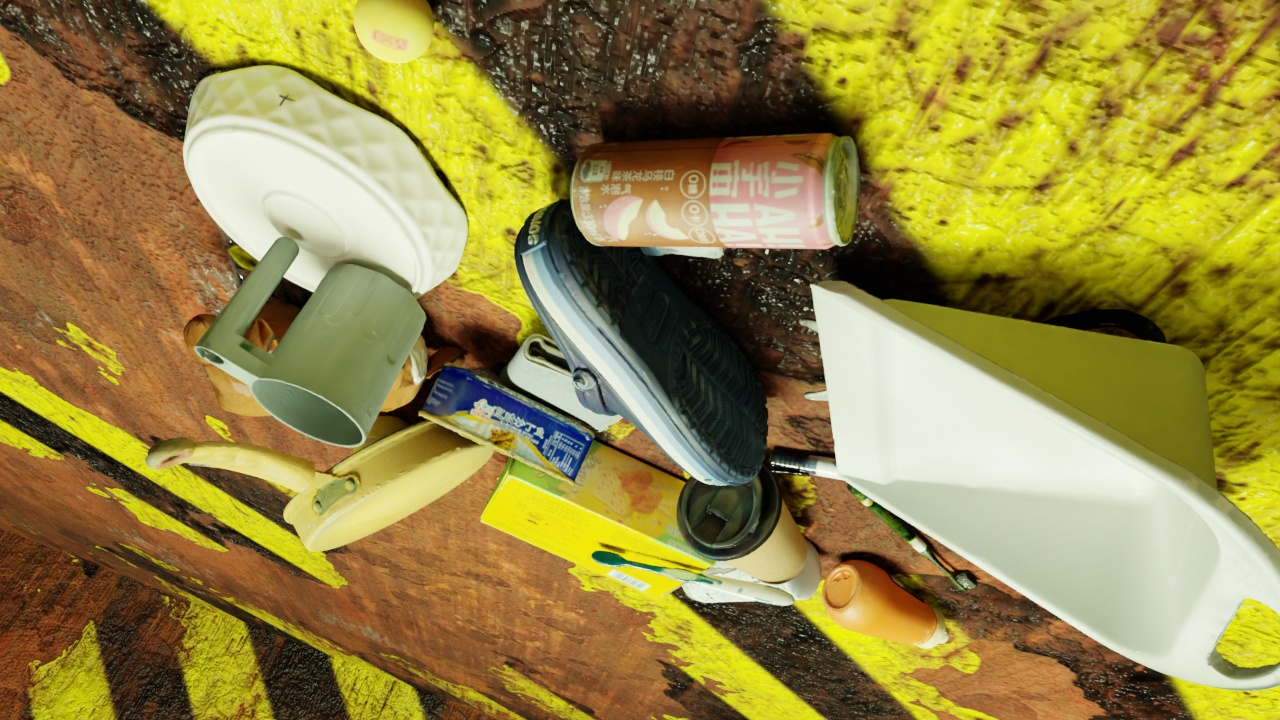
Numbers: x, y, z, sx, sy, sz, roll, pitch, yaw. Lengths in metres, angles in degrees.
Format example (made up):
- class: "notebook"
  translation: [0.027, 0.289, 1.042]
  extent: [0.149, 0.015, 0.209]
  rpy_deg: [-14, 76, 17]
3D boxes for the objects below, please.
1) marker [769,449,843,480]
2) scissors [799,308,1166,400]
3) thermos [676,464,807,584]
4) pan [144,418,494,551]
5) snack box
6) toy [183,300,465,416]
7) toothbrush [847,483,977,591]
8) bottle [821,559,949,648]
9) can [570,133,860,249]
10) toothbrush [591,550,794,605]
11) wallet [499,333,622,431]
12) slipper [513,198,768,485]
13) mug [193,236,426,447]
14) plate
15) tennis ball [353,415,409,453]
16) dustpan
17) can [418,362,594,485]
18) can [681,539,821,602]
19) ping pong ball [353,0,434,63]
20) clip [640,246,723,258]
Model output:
- class: "marker"
  translation: [0.166, 0.090, 0.726]
  extent: [0.131, 0.022, 0.018]
  rpy_deg: [8, 173, 24]
- class: "scissors"
  translation: [0.215, 0.013, 0.575]
  extent: [0.221, 0.021, 0.233]
  rpy_deg: [33, 146, -17]
- class: "thermos"
  translation: [0.095, 0.144, 0.799]
  extent: [0.093, 0.092, 0.143]
  rpy_deg: [0, 152, 32]
- class: "pan"
  translation: [-0.259, 0.094, 0.777]
  extent: [0.198, 0.078, 0.357]
  rpy_deg: [-34, 170, 13]
- class: "snack box"
  translation: [-0.039, 0.149, 0.898]
  extent: [0.210, 0.069, 0.158]
  rpy_deg: [26, 149, -7]
- class: "toy"
  translation: [-0.260, -0.009, 0.762]
  extent: [0.200, 0.140, 0.130]
  rpy_deg: [9, 106, 17]
- class: "toothbrush"
  translation: [0.237, 0.153, 0.791]
  extent: [0.017, 0.012, 0.186]
  rpy_deg: [-22, 129, 42]
- class: "bottle"
  translation: [0.245, 0.243, 0.886]
  extent: [0.149, 0.066, 0.067]
  rpy_deg: [28, 150, -26]
- class: "can"
  translation: [0.038, -0.089, 0.488]
  extent: [0.147, 0.057, 0.058]
  rpy_deg: [4, 145, 26]
- class: "toothbrush"
  translation: [0.046, 0.200, 0.845]
  extent: [0.192, 0.016, 0.018]
  rpy_deg: [10, 159, 12]
- class: "wallet"
  translation: [-0.053, 0.018, 0.728]
  extent: [0.106, 0.037, 0.130]
  rpy_deg: [24, 163, -10]
- class: "slipper"
  translation: [-0.004, 0.004, 0.612]
  extent: [0.095, 0.104, 0.253]
  rpy_deg: [-15, 132, 35]
- class: "mug"
  translation: [-0.222, -0.015, 0.634]
  extent: [0.124, 0.103, 0.084]
  rpy_deg: [38, 146, -24]
- class: "plate"
  translation: [-0.222, -0.107, 0.635]
  extent: [0.205, 0.045, 0.205]
  rpy_deg: [15, 149, 9]
- class: "tennis ball"
  translation: [-0.263, 0.089, 0.949]
  extent: [0.065, 0.065, 0.066]
  rpy_deg: [16, 149, 10]
- class: "dustpan"
  translation: [0.223, 0.085, 0.526]
  extent: [0.258, 0.142, 0.223]
  rpy_deg: [5, 144, 21]
- class: "can"
  translation: [-0.109, 0.054, 0.766]
  extent: [0.148, 0.049, 0.075]
  rpy_deg: [29, 170, -27]
- class: "can"
  translation: [0.107, 0.211, 0.917]
  extent: [0.058, 0.058, 0.147]
  rpy_deg: [39, 146, -27]
- class: "ping pong ball"
  translation: [-0.127, -0.174, 0.473]
  extent: [0.040, 0.040, 0.040]
  rpy_deg: [16, 149, 10]
- class: "clip"
  translation: [0.026, -0.074, 0.558]
  extent: [0.058, 0.036, 0.025]
  rpy_deg: [8, 145, 21]
